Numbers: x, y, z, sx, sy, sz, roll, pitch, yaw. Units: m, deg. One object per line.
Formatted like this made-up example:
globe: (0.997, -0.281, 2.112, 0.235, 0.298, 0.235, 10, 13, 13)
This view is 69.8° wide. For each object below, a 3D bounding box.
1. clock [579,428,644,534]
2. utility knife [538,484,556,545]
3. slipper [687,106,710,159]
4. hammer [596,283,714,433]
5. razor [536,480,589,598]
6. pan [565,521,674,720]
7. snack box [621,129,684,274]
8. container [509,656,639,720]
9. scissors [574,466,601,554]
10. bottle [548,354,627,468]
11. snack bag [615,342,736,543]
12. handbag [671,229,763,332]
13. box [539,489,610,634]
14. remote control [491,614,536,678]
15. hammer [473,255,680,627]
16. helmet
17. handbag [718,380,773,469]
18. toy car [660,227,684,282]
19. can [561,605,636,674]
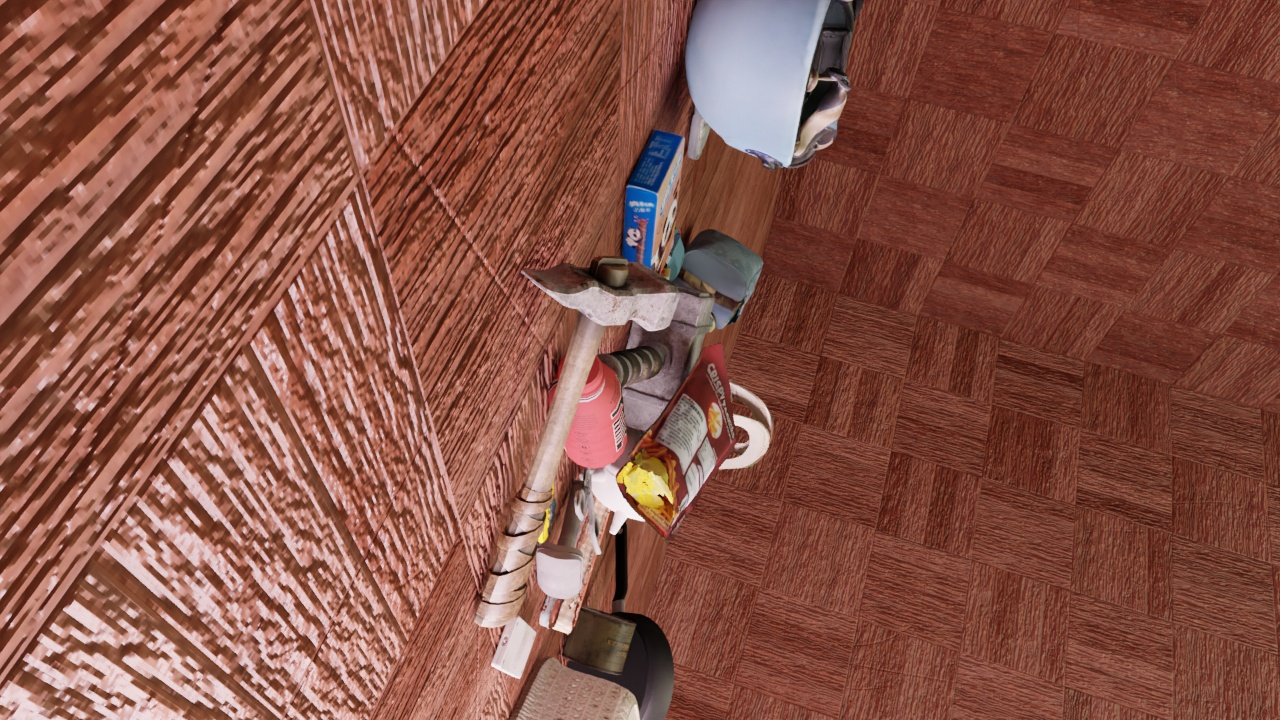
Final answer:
clock: (0.004, 0.139, 1.089, 0.160, 0.125, 0.073, -43, 150, -61)
utility knife: (-0.086, 0.120, 0.847, 0.030, 0.017, 0.152, -78, 175, -47)
slipper: (0.113, -0.366, 1.087, 0.098, 0.055, 0.268, 49, 56, -78)
hammer: (-0.006, 0.006, 0.978, 0.325, 0.079, 0.177, -15, 121, -74)
razor: (-0.074, 0.178, 0.964, 0.088, 0.047, 0.116, 96, 5, -50)
pan: (-0.039, 0.409, 1.393, 0.205, 0.044, 0.354, -28, -131, 36)
snack box: (0.011, -0.140, 0.906, 0.152, 0.034, 0.087, 96, 13, -53)
container: (-0.092, 0.484, 1.074, 0.245, 0.143, 0.185, -63, 154, -50)
scissors: (-0.052, 0.128, 0.942, 0.141, 0.014, 0.175, -78, 165, -64)
bottle: (-0.045, 0.040, 0.791, 0.177, 0.062, 0.062, 87, 21, -67)
snack bag: (0.059, 0.089, 1.014, 0.207, 0.067, 0.139, -47, 127, -41)
handbag: (0.095, -0.109, 1.290, 0.119, 0.122, 0.191, -59, -179, 25)
box: (-0.066, 0.229, 1.083, 0.059, 0.056, 0.186, 43, 57, -45)
remote control: (-0.126, 0.287, 0.919, 0.136, 0.011, 0.050, 87, 21, -67)
hammer: (-0.069, 0.070, 0.679, 0.121, 0.049, 0.319, -4, 122, -45)
helmet: (0.129, -0.304, 0.898, 0.265, 0.167, 0.226, -50, 153, -74)
handbag: (0.086, 0.079, 1.283, 0.201, 0.199, 0.092, 98, 8, -58)
toy car: (0.038, -0.120, 1.152, 0.108, 0.027, 0.060, 94, 15, -56)
can: (-0.059, 0.399, 1.310, 0.090, 0.090, 0.074, 73, 34, -75)
